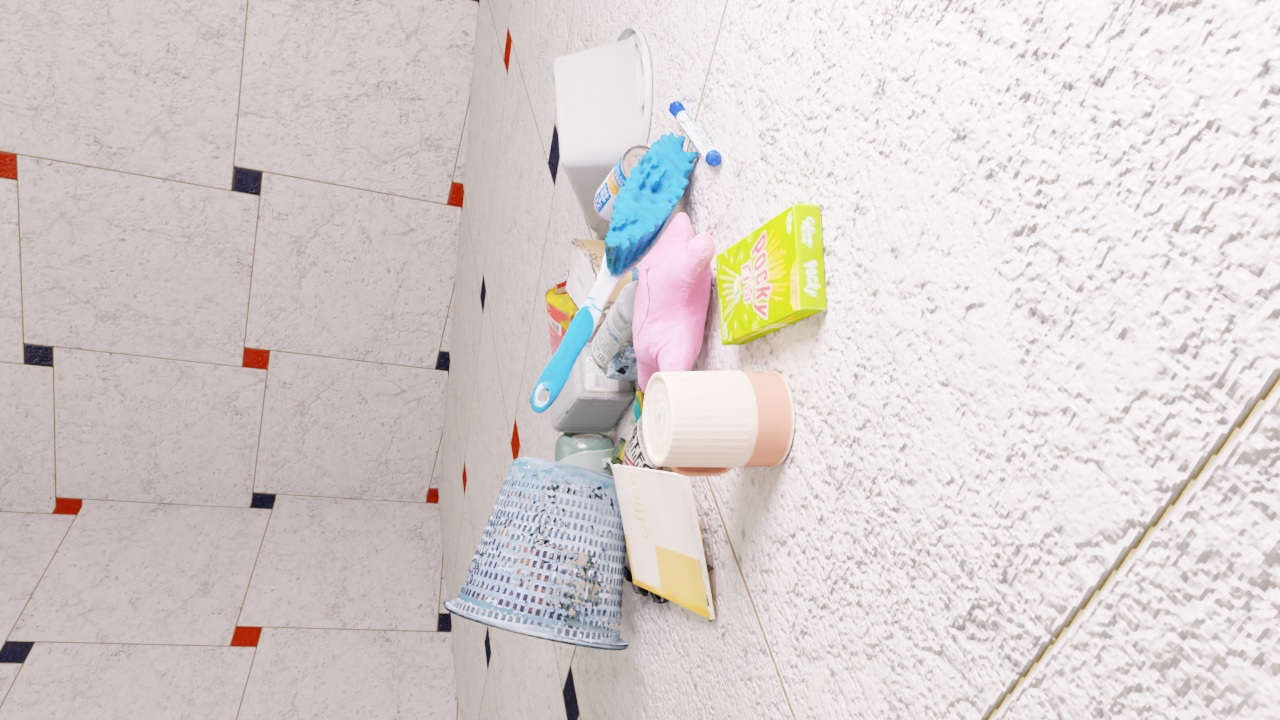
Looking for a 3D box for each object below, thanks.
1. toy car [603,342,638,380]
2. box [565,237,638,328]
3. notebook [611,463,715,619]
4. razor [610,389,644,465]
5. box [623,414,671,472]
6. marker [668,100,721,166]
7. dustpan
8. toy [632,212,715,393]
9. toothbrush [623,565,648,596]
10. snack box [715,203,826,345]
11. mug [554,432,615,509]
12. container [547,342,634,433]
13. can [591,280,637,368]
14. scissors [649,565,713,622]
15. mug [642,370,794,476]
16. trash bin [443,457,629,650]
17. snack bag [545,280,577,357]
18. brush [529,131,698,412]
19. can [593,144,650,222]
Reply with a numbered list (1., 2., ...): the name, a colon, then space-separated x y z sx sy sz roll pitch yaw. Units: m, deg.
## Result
1. toy car: -0.006 0.006 1.076 0.121 0.054 0.036 143 128 -69
2. box: -0.056 -0.107 1.235 0.184 0.060 0.090 -120 36 -62
3. notebook: 0.020 0.186 0.982 0.207 0.010 0.146 173 86 -68
4. razor: -0.009 0.080 1.123 0.133 0.028 0.043 107 -172 -48
5. box: 0.009 0.099 1.028 0.070 0.055 0.165 57 148 23
6. marker: 0.056 -0.236 0.952 0.145 0.017 0.017 -113 29 -52
7. dustpan: -0.030 -0.313 1.243 0.258 0.143 0.222 54 -151 -68
8. toy: 0.027 -0.052 0.936 0.178 0.074 0.195 -125 45 -70
9. toothbrush: -0.022 0.272 1.178 0.189 0.016 0.014 -171 88 -74
10. snack box: 0.106 -0.067 0.771 0.157 0.026 0.085 155 114 -70
11. mug: -0.066 0.155 1.235 0.112 0.082 0.106 7 96 42
12. container: -0.064 0.034 1.207 0.115 0.090 0.090 129 138 -58
13. can: -0.016 -0.038 1.102 0.147 0.058 0.058 126 142 -61
14. scissors: 0.039 0.228 0.990 0.177 0.014 0.160 -108 26 -43
15. mug: 0.059 0.059 0.779 0.115 0.105 0.081 110 155 -46
16. trash bin: -0.103 0.227 1.111 0.227 0.226 0.195 158 127 -71
17. snack bag: -0.117 -0.022 1.424 0.128 0.073 0.208 -97 13 -47
18. brush: -0.030 -0.092 0.946 0.313 0.060 0.110 -61 -5 -25
19. can: -0.017 -0.212 1.121 0.135 0.053 0.053 148 121 -70
